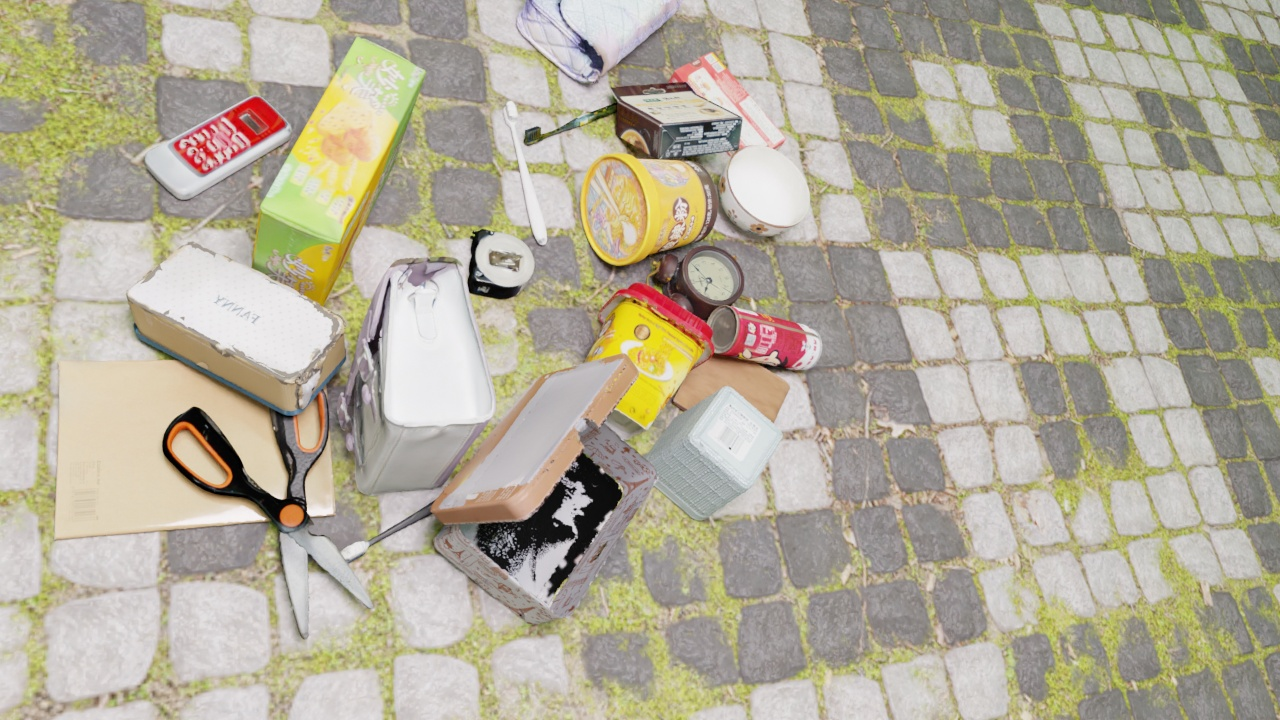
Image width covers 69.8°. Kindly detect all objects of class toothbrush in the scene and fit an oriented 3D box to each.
[{"bbox_3d":[-0.062,-0.289,1.080,0.185,0.017,0.012,-30,45,-32],"label":"toothbrush"},{"bbox_3d":[-0.191,0.134,0.833,0.180,0.018,0.015,-28,78,-33],"label":"toothbrush"},{"bbox_3d":[-0.127,-0.208,1.015,0.016,0.016,0.180,-7,71,-25],"label":"toothbrush"}]

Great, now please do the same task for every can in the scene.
[{"bbox_3d":[0.138,-0.023,1.016,0.132,0.053,0.053,11,63,-36],"label":"can"}]

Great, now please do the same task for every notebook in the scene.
[{"bbox_3d":[-0.375,0.068,0.781,0.211,0.012,0.149,-1,69,-25],"label":"notebook"}]

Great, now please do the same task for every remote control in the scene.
[{"bbox_3d":[-0.405,-0.207,0.885,0.056,0.020,0.135,46,57,-1],"label":"remote control"}]

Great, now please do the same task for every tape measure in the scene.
[{"bbox_3d":[-0.144,-0.098,0.948,0.066,0.034,0.065,8,66,-21],"label":"tape measure"}]

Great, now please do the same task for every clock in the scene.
[{"bbox_3d":[0.060,-0.082,1.021,0.121,0.055,0.082,-8,71,-25],"label":"clock"}]

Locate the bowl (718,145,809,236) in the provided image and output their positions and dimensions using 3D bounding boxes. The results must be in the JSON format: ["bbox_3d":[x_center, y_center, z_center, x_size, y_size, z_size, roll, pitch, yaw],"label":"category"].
[{"bbox_3d":[0.140,-0.195,1.104,0.113,0.062,0.113,10,65,-22],"label":"bowl"}]

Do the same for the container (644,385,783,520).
[{"bbox_3d":[0.073,0.091,0.916,0.090,0.112,0.089,41,57,-3],"label":"container"}]

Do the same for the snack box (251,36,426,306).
[{"bbox_3d":[-0.278,-0.164,0.841,0.070,0.158,0.209,25,59,-15],"label":"snack box"}]

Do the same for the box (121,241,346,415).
[{"bbox_3d":[-0.349,-0.031,0.787,0.184,0.060,0.089,27,52,7],"label":"box"}]

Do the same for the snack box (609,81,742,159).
[{"bbox_3d":[0.039,-0.284,1.081,0.113,0.053,0.125,-13,34,-27],"label":"snack box"}]

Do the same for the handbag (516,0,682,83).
[{"bbox_3d":[-0.048,-0.432,1.117,0.134,0.076,0.193,41,58,-3],"label":"handbag"}]

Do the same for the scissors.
[{"bbox_3d":[-0.310,0.115,0.770,0.210,0.022,0.221,13,64,-17],"label":"scissors"}]

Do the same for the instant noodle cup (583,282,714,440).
[{"bbox_3d":[-0.005,0.005,0.925,0.116,0.116,0.123,33,69,-8],"label":"instant noodle cup"}]

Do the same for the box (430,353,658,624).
[{"bbox_3d":[-0.064,0.104,0.791,0.156,0.194,0.182,42,56,-10],"label":"box"}]

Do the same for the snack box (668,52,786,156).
[{"bbox_3d":[0.111,-0.318,1.167,0.075,0.026,0.153,-38,86,-31],"label":"snack box"}]

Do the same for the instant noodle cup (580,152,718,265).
[{"bbox_3d":[0.013,-0.169,1.008,0.114,0.119,0.118,-13,73,-38],"label":"instant noodle cup"}]

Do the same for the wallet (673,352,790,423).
[{"bbox_3d":[0.101,0.038,1.008,0.115,0.020,0.101,33,58,-5],"label":"wallet"}]

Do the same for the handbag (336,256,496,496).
[{"bbox_3d":[-0.197,0.020,0.773,0.098,0.198,0.144,1,67,-25],"label":"handbag"}]
